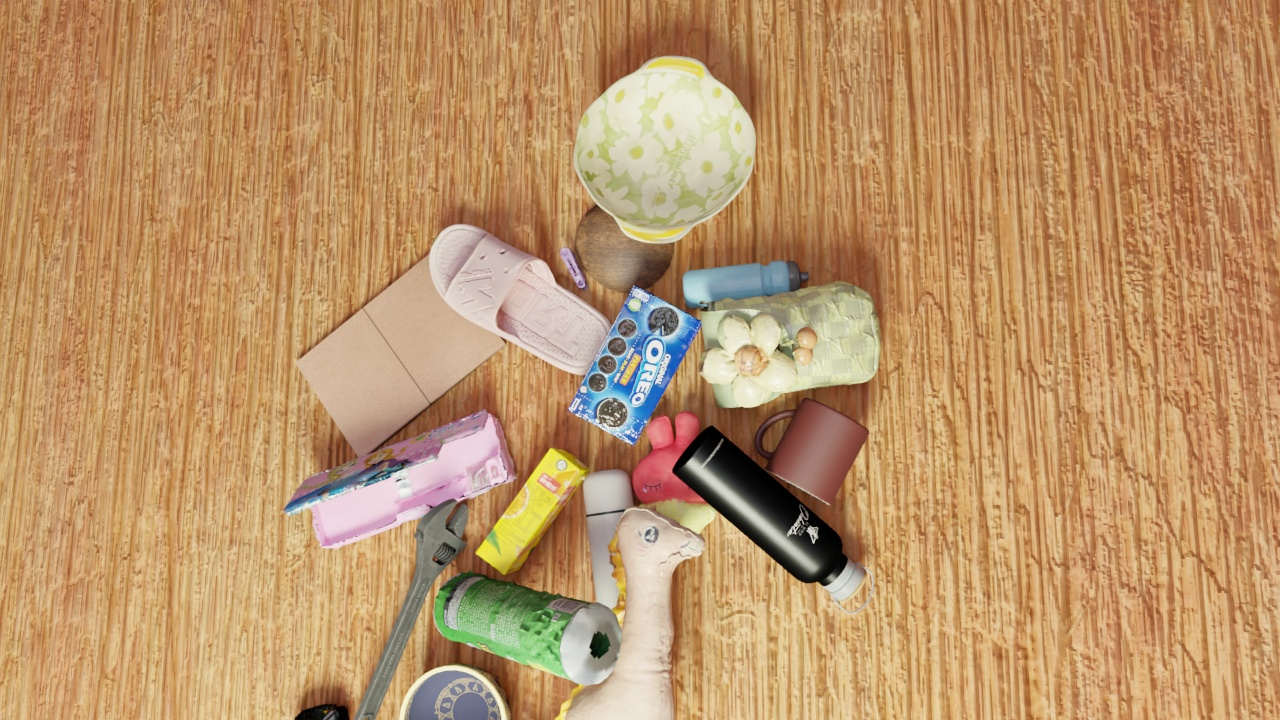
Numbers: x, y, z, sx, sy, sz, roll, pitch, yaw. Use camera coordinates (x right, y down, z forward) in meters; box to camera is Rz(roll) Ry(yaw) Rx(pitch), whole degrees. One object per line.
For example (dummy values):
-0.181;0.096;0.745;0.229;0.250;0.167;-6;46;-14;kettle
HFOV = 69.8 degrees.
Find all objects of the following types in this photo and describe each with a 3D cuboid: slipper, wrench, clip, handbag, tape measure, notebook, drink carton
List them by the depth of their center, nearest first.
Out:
0.147;-0.017;0.906;0.186;0.116;0.113;-10;98;5;handbag
-0.110;0.157;0.961;0.043;0.058;0.134;35;89;11;drink carton
-0.247;0.272;0.971;0.018;0.073;0.273;25;93;35;wrench
-0.341;0.398;0.973;0.063;0.038;0.067;-6;82;24;tape measure
-0.135;-0.069;0.990;0.239;0.064;0.094;33;80;11;slipper
-0.073;-0.101;1.008;0.013;0.036;0.053;-28;91;6;clip
-0.273;-0.007;1.039;0.209;0.008;0.141;-38;77;3;notebook

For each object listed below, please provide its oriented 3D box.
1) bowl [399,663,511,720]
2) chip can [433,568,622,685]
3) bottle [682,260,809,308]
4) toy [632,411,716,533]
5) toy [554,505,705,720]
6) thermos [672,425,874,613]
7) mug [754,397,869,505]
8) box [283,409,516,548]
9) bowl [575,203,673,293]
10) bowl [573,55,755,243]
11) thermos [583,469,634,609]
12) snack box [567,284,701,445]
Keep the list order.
-0.182;0.366;0.942;0.112;0.061;0.112;-2;82;10;bowl
-0.112;0.252;0.881;0.224;0.075;0.075;-3;79;47;chip can
0.111;-0.081;0.965;0.130;0.040;0.040;-6;81;9;bottle
0.037;0.119;0.946;0.092;0.045;0.135;1;80;7;toy
-0.027;0.273;0.875;0.196;0.065;0.264;-7;76;19;toy
0.137;0.161;0.899;0.231;0.061;0.061;41;90;-2;thermos
0.164;0.084;0.921;0.106;0.073;0.082;27;87;39;mug
-0.259;0.126;0.972;0.230;0.096;0.085;-21;79;7;box
-0.021;-0.130;1.002;0.114;0.026;0.102;43;91;13;bowl
0.027;-0.216;0.981;0.188;0.060;0.219;6;75;6;bowl
-0.022;0.224;0.938;0.052;0.052;0.224;-9;80;9;thermos
-0.006;0.006;0.958;0.082;0.027;0.150;28;97;-3;snack box
